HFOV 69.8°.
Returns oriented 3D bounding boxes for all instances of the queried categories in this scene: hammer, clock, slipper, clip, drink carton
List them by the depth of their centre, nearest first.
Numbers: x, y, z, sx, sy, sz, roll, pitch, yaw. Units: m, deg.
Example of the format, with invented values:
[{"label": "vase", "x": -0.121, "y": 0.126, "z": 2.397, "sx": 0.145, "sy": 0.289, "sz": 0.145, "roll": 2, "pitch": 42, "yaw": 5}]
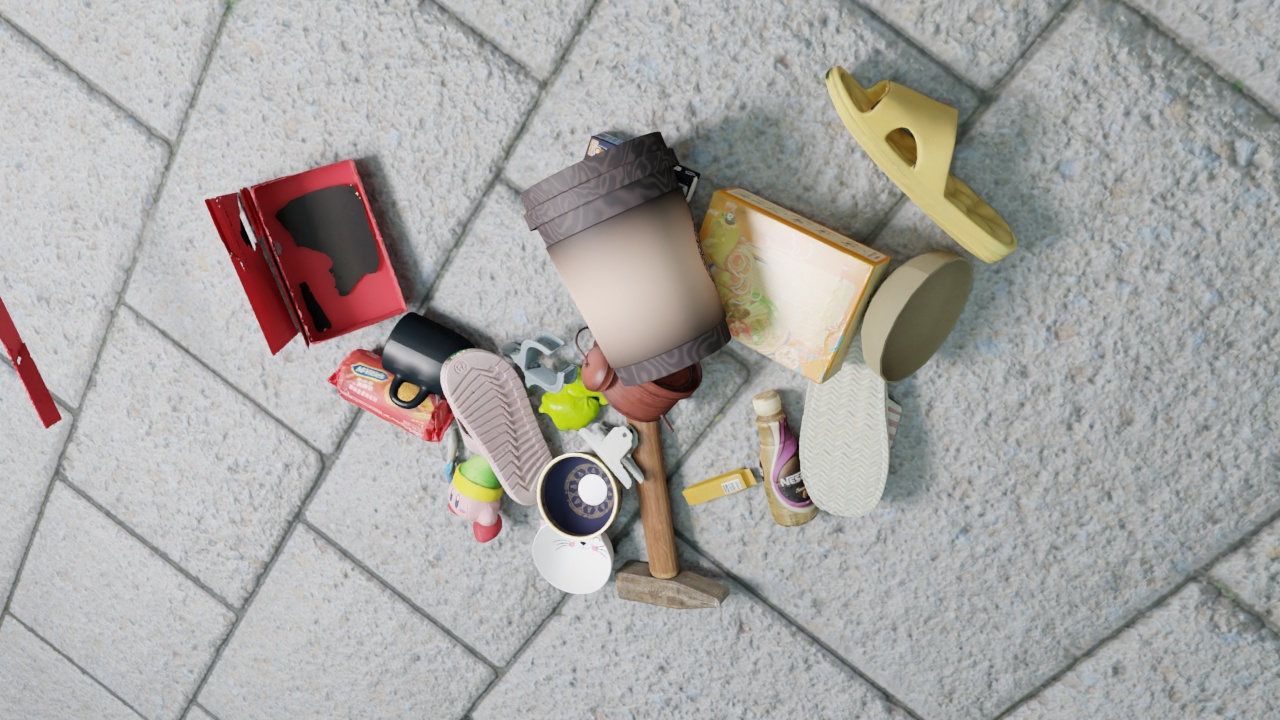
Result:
[{"label": "slipper", "x": 0.294, "y": -0.209, "z": 0.921, "sx": 0.263, "sy": 0.099, "sz": 0.079, "roll": 43, "pitch": 127, "yaw": -7}, {"label": "drink carton", "x": -0.002, "y": -0.207, "z": 1.050, "sx": 0.130, "sy": 0.040, "sz": 0.064, "roll": 24, "pitch": 117, "yaw": 7}, {"label": "slipper", "x": 0.247, "y": 0.052, "z": 1.071, "sx": 0.115, "sy": 0.052, "sz": 0.263, "roll": 3, "pitch": 102, "yaw": 13}, {"label": "clock", "x": -0.006, "y": 0.006, "z": 1.097, "sx": 0.157, "sy": 0.120, "sz": 0.072, "roll": 34, "pitch": 125, "yaw": -7}, {"label": "clip", "x": -0.117, "y": 0.020, "z": 1.140, "sx": 0.163, "sy": 0.028, "sz": 0.112, "roll": -4, "pitch": 116, "yaw": 62}, {"label": "clip", "x": -0.031, "y": 0.110, "z": 1.156, "sx": 0.102, "sy": 0.056, "sz": 0.056, "roll": 47, "pitch": 154, "yaw": 20}, {"label": "hammer", "x": 0.023, "y": 0.182, "z": 1.192, "sx": 0.158, "sy": 0.037, "sz": 0.301, "roll": 1, "pitch": 108, "yaw": 32}, {"label": "slipper", "x": -0.186, "y": 0.083, "z": 1.198, "sx": 0.064, "sy": 0.094, "sz": 0.239, "roll": 15, "pitch": 136, "yaw": 53}]

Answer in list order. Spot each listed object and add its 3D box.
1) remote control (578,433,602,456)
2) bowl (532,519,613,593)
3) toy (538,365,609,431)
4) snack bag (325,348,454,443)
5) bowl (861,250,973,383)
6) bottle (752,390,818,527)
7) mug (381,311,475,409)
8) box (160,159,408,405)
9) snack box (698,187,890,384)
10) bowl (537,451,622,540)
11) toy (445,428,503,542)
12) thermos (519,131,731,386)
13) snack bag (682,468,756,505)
[{"label": "remote control", "x": -0.080, "y": 0.142, "z": 1.233, "sx": 0.033, "sy": 0.012, "sz": 0.131, "roll": 45, "pitch": 117, "yaw": -3}, {"label": "bowl", "x": -0.086, "y": 0.258, "z": 1.261, "sx": 0.115, "sy": 0.050, "sz": 0.115, "roll": 6, "pitch": 113, "yaw": 15}, {"label": "toy", "x": -0.082, "y": 0.050, "z": 1.185, "sx": 0.094, "sy": 0.036, "sz": 0.094, "roll": 11, "pitch": 109, "yaw": 6}, {"label": "snack bag", "x": -0.328, "y": 0.046, "z": 1.241, "sx": 0.176, "sy": 0.082, "sz": 0.082, "roll": 26, "pitch": 117, "yaw": 6}, {"label": "bowl", "x": 0.284, "y": -0.053, "z": 0.974, "sx": 0.050, "sy": 0.152, "sz": 0.153, "roll": 39, "pitch": 122, "yaw": 34}, {"label": "bottle", "x": 0.171, "y": 0.118, "z": 1.117, "sx": 0.060, "sy": 0.059, "sz": 0.166, "roll": -11, "pitch": 106, "yaw": 21}, {"label": "mug", "x": -0.281, "y": 0.009, "z": 1.187, "sx": 0.094, "sy": 0.121, "sz": 0.085, "roll": 25, "pitch": 156, "yaw": 7}, {"label": "box", "x": -0.382, "y": -0.113, "z": 1.052, "sx": 0.197, "sy": 0.351, "sz": 0.217, "roll": -21, "pitch": 105, "yaw": -15}, {"label": "snack box", "x": 0.154, "y": -0.086, "z": 1.012, "sx": 0.195, "sy": 0.080, "sz": 0.145, "roll": 30, "pitch": 118, "yaw": 22}, {"label": "bowl", "x": -0.071, "y": 0.173, "z": 1.197, "sx": 0.112, "sy": 0.061, "sz": 0.112, "roll": 1, "pitch": 92, "yaw": 20}, {"label": "toy", "x": -0.220, "y": 0.164, "z": 1.266, "sx": 0.124, "sy": 0.096, "sz": 0.132, "roll": 40, "pitch": 136, "yaw": 44}, {"label": "thermos", "x": -0.007, "y": -0.102, "z": 0.966, "sx": 0.173, "sy": 0.172, "sz": 0.226, "roll": -21, "pitch": 99, "yaw": 24}, {"label": "snack bag", "x": 0.101, "y": 0.162, "z": 1.179, "sx": 0.099, "sy": 0.020, "sz": 0.026, "roll": -23, "pitch": 98, "yaw": 25}]
